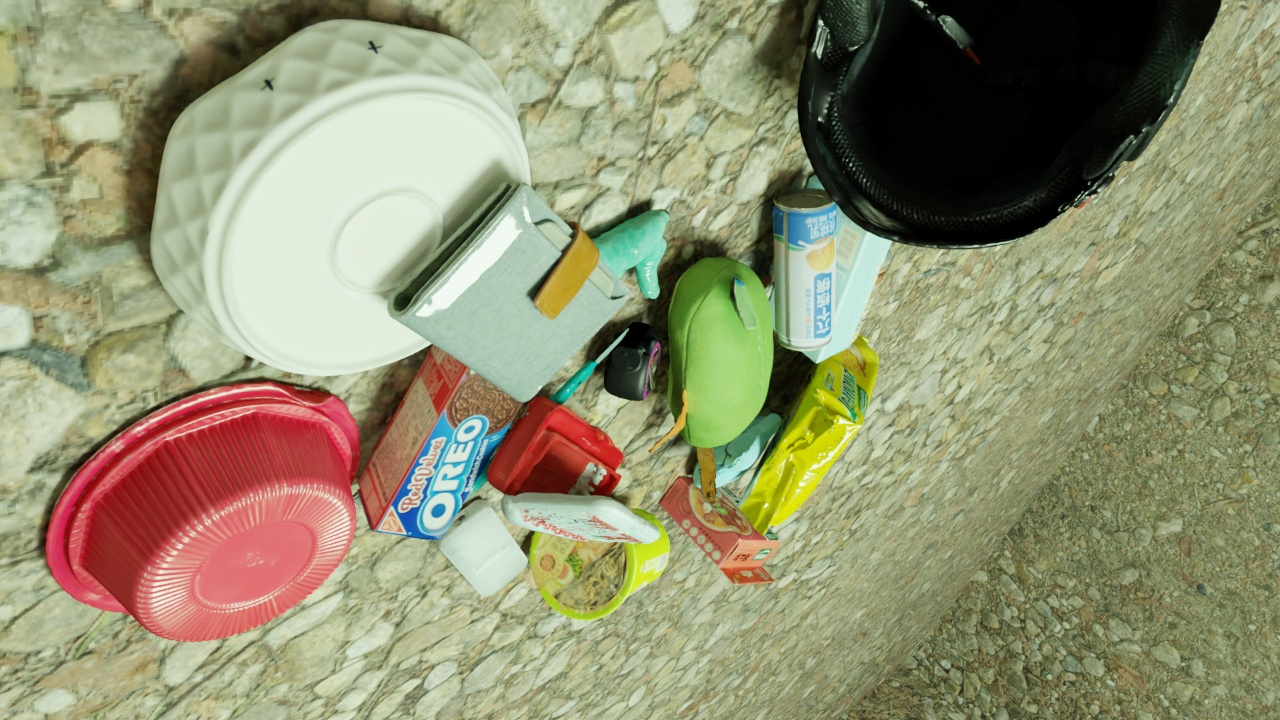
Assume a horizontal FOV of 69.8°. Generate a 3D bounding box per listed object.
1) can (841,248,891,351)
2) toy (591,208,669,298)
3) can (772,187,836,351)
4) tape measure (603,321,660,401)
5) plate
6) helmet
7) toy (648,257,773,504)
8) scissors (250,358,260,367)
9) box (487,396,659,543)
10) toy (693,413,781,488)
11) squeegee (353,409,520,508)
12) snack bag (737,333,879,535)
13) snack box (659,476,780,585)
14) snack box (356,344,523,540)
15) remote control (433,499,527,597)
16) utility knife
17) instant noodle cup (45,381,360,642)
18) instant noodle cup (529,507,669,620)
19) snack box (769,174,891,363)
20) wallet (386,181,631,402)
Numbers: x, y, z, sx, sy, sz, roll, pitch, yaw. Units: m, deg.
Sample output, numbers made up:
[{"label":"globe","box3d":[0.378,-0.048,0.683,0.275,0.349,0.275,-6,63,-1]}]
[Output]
[{"label":"can","box3d":[0.205,-0.069,0.921,0.058,0.058,0.117,-22,143,-34]},{"label":"toy","box3d":[-0.013,-0.074,0.673,0.091,0.030,0.097,-31,137,-19]},{"label":"can","box3d":[0.143,-0.078,0.799,0.053,0.053,0.135,-25,124,-31]},{"label":"tape measure","box3d":[-0.004,0.004,0.754,0.056,0.039,0.058,-59,161,-56]},{"label":"plate","box3d":[-0.141,-0.073,0.482,0.204,0.045,0.205,-31,147,-23]},{"label":"helmet","box3d":[0.236,-0.205,0.629,0.275,0.233,0.229,-58,166,14]},{"label":"toy","box3d":[0.069,0.004,0.808,0.247,0.090,0.226,84,30,-49]},{"label":"scissors","box3d":[-0.168,-0.065,0.517,0.162,0.012,0.163,-37,149,-15]},{"label":"box","box3d":[-0.035,0.105,0.699,0.095,0.098,0.201,-58,161,-8]},{"label":"toy","box3d":[0.100,0.097,0.973,0.162,0.050,0.155,-45,173,34]},{"label":"squeegee","box3d":[-0.074,0.077,0.777,0.247,0.040,0.249,-44,150,-4]},{"label":"snack bag","box3d":[0.186,0.069,0.973,0.158,0.068,0.245,-64,170,27]},{"label":"snack box","box3d":[0.099,0.191,1.035,0.044,0.127,0.113,-53,150,12]},{"label":"snack box","box3d":[-0.122,0.027,0.625,0.057,0.058,0.208,18,112,-39]},{"label":"remote control","box3d":[-0.141,0.170,0.822,0.055,0.020,0.136,-38,149,-14]},{"label":"utility knife","box3d":[-0.071,0.041,0.692,0.186,0.013,0.029,-46,173,-15]},{"label":"instant noodle cup","box3d":[-0.250,0.105,0.569,0.193,0.066,0.194,-31,146,-24]},{"label":"instant noodle cup","box3d":[-0.031,0.190,0.906,0.112,0.111,0.123,-53,158,11]},{"label":"snack box","box3d":[0.175,-0.086,0.848,0.051,0.074,0.175,-24,144,-33]},{"label":"wallet","box3d":[-0.067,-0.035,0.533,0.106,0.037,0.129,-44,146,2]}]
